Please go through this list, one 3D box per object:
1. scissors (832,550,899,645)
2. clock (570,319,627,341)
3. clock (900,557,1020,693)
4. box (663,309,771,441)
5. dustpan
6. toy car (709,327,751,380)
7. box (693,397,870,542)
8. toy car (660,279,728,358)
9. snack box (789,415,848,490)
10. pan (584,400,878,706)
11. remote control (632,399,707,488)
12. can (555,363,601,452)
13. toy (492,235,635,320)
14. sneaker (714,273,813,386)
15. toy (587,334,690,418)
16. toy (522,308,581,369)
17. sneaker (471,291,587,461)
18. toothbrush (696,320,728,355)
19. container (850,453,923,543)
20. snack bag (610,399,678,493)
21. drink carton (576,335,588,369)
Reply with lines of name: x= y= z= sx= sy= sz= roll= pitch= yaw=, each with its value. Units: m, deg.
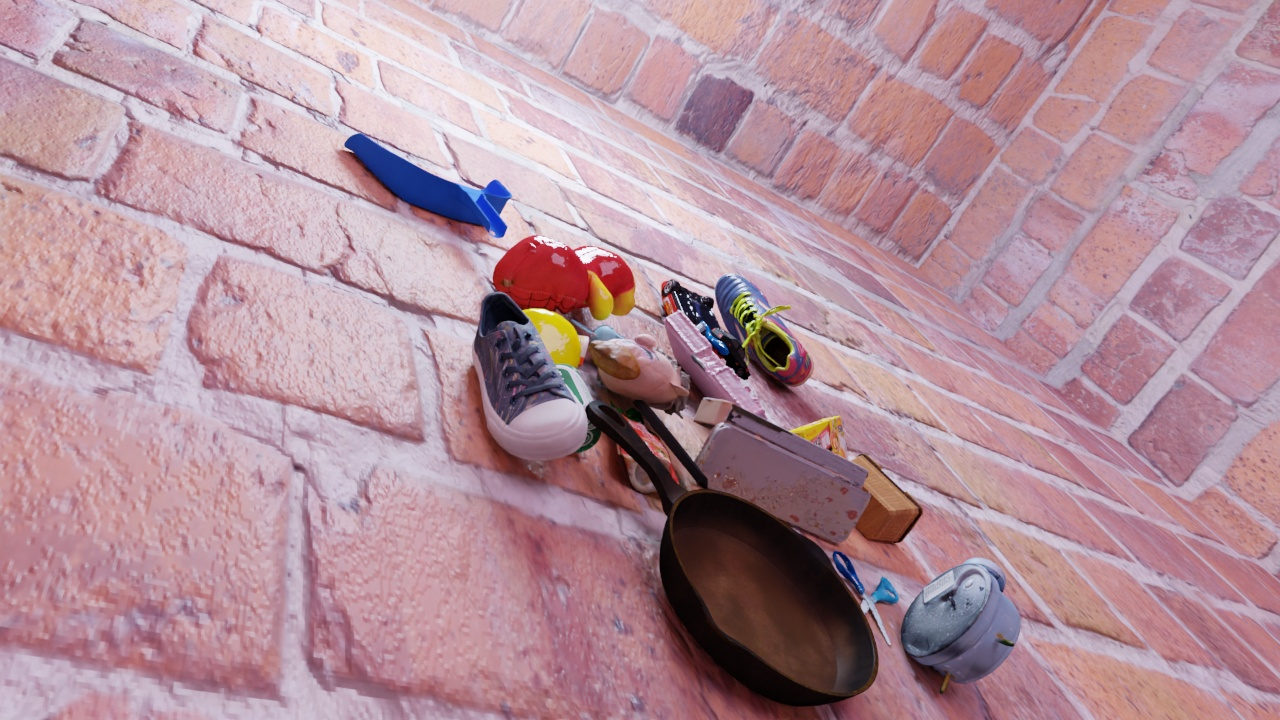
scissors: x=0.236 y=0.251 z=0.989 sx=0.110 sy=0.015 sz=0.132 roll=41 pitch=26 yaw=12
clock: x=-0.036 y=-0.016 z=1.152 sx=0.123 sy=0.042 sz=0.087 roll=32 pitch=2 yaw=-4
clock: x=0.329 y=0.262 z=0.948 sx=0.060 sy=0.118 sz=0.161 roll=42 pitch=26 yaw=-6
box: x=0.120 y=0.049 z=1.236 sx=0.179 sy=0.059 sz=0.233 roll=46 pitch=4 yaw=-45
dustpan: x=-0.264 y=-0.233 z=1.310 sx=0.245 sy=0.060 sz=0.257 roll=11 pitch=30 yaw=-44
toy car: x=0.133 y=-0.011 z=1.328 sx=0.092 sy=0.036 sz=0.042 roll=49 pitch=2 yaw=-26
box: x=0.160 y=0.116 z=1.068 sx=0.216 sy=0.095 sz=0.107 roll=26 pitch=20 yaw=-19
toy car: x=0.080 y=-0.065 z=1.418 sx=0.081 sy=0.056 sz=0.189 roll=22 pitch=23 yaw=-23
snack box: x=0.235 y=0.119 z=1.203 sx=0.152 sy=0.025 sz=0.075 roll=-7 pitch=86 yaw=-60
pan: x=0.065 y=0.170 z=0.842 sx=0.356 sy=0.043 sz=0.248 roll=45 pitch=23 yaw=19
remote control: x=0.034 y=0.090 z=1.004 sx=0.124 sy=0.010 sz=0.039 roll=50 pitch=3 yaw=31
can: x=-0.075 y=0.047 z=0.942 sx=0.053 sy=0.053 sz=0.101 roll=19 pitch=24 yaw=-31
toy: x=-0.100 y=-0.107 z=1.192 sx=0.148 sy=0.099 sz=0.215 roll=14 pitch=8 yaw=31
sneaker: x=0.190 y=-0.063 z=1.485 sx=0.091 sy=0.116 sz=0.241 roll=20 pitch=28 yaw=-54
toy: x=-0.006 y=0.006 z=1.040 sx=0.133 sy=0.076 sz=0.176 roll=21 pitch=-3 yaw=19
toy: x=-0.111 y=-0.018 z=1.032 sx=0.095 sy=0.041 sz=0.094 roll=35 pitch=51 yaw=0
sneaker: x=-0.120 y=0.009 z=0.889 sx=0.087 sy=0.079 sz=0.235 roll=-16 pitch=34 yaw=-16
toothbrush: x=0.099 y=-0.031 z=1.275 sx=0.021 sy=0.016 sz=0.132 roll=52 pitch=3 yaw=-22
container: x=0.290 y=0.177 z=1.166 sx=0.061 sy=0.063 sz=0.114 roll=0 pitch=37 yaw=-43
snack bag: x=0.000 y=0.088 z=0.991 sx=0.087 sy=0.044 sz=0.155 roll=39 pitch=11 yaw=-19
drink carton: x=-0.125 y=-0.031 z=1.087 sx=0.122 sy=0.039 sz=0.069 roll=21 pitch=23 yaw=-12
